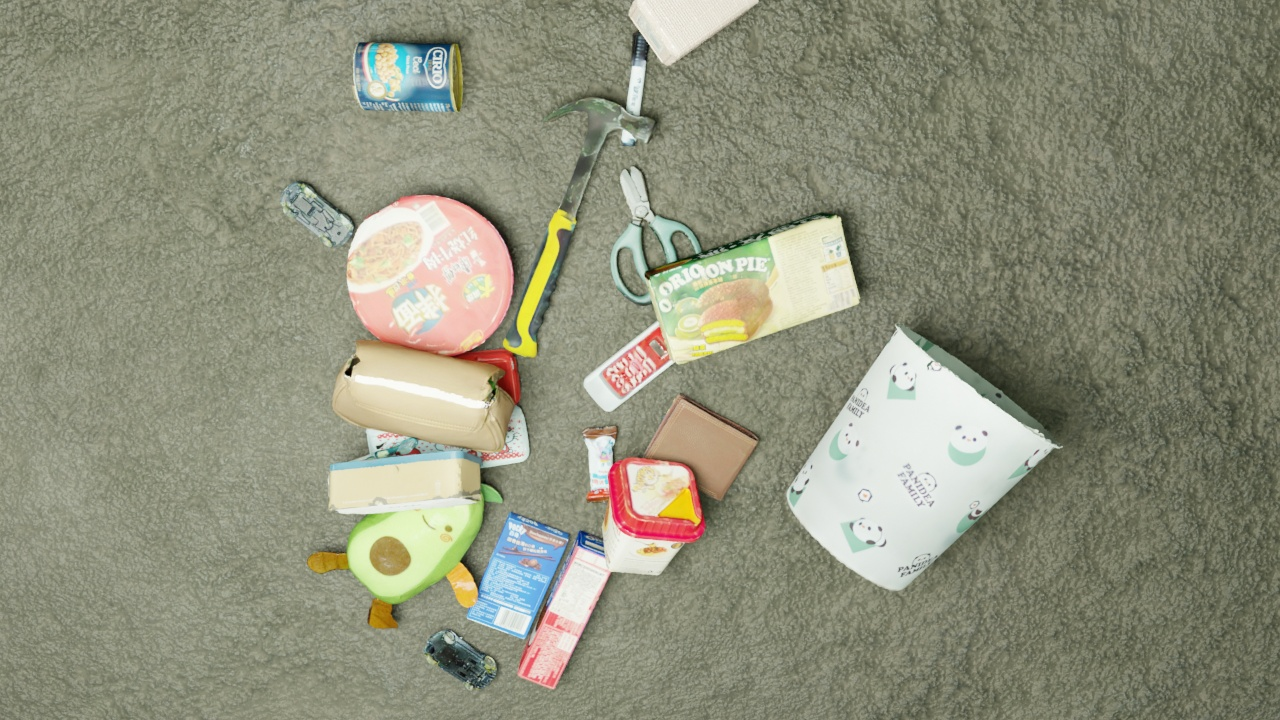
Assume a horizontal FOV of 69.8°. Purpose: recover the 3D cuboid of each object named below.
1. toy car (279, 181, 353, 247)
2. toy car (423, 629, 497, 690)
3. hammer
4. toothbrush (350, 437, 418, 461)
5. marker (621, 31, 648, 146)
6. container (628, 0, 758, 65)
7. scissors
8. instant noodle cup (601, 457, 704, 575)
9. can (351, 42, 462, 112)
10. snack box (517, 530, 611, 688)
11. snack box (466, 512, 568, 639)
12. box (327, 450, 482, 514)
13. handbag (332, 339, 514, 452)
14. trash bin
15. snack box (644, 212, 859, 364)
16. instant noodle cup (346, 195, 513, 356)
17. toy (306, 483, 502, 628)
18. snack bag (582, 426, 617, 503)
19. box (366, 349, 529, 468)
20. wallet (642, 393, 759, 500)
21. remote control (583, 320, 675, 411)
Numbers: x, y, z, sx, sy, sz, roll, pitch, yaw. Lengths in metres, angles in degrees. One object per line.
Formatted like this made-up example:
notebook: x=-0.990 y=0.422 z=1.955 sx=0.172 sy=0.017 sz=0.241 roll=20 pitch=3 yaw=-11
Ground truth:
toy car: x=-0.383 y=-0.173 z=1.090 sx=0.090 sy=0.034 sz=0.043 roll=39 pitch=97 yaw=-13
toy car: x=-0.243 y=0.403 z=1.241 sx=0.105 sy=0.031 sz=0.049 roll=38 pitch=99 yaw=-12
hammer: x=-0.098 y=-0.157 z=1.100 sx=0.126 sy=0.031 sz=0.324 roll=24 pitch=105 yaw=4
toothbrush: x=-0.323 y=0.120 z=1.117 sx=0.192 sy=0.018 sz=0.016 roll=-21 pitch=120 yaw=44
marker: x=-0.007 y=-0.318 z=1.077 sx=0.022 sy=0.018 sz=0.131 roll=10 pitch=103 yaw=4
container: x=0.054 y=-0.395 z=1.016 sx=0.111 sy=0.090 sz=0.090 roll=-38 pitch=103 yaw=0
scissors: x=-0.003 y=-0.150 z=1.119 sx=0.139 sy=0.019 sz=0.180 roll=-26 pitch=105 yaw=5
instant noodle cup: x=0.007 y=0.200 z=1.149 sx=0.116 sy=0.116 sz=0.124 roll=8 pitch=132 yaw=-16
can: x=-0.262 y=-0.320 z=1.037 sx=0.111 sy=0.075 sz=0.075 roll=0 pitch=104 yaw=-2
snack box: x=-0.096 y=0.329 z=1.216 sx=0.058 sy=0.057 sz=0.208 roll=24 pitch=102 yaw=-5
snack box: x=-0.163 y=0.286 z=1.217 sx=0.084 sy=0.026 sz=0.157 roll=22 pitch=102 yaw=-8
box: x=-0.271 y=0.146 z=1.089 sx=0.184 sy=0.090 sz=0.059 roll=-8 pitch=76 yaw=7
handbag: x=-0.247 y=0.038 z=1.059 sx=0.204 sy=0.148 sz=0.099 roll=13 pitch=66 yaw=-8
trash bin: x=0.323 y=0.122 z=1.103 sx=0.229 sy=0.229 sz=0.252 roll=33 pitch=105 yaw=-10
snack box: x=0.134 y=-0.088 z=1.106 sx=0.240 sy=0.063 sz=0.114 roll=-19 pitch=104 yaw=-3
instant noodle cup: x=-0.246 y=-0.103 z=1.097 sx=0.194 sy=0.065 sz=0.194 roll=-1 pitch=105 yaw=-2
toy: x=-0.294 y=0.232 z=1.166 sx=0.247 sy=0.090 sz=0.227 roll=-42 pitch=98 yaw=6
snack bag: x=-0.050 y=0.135 z=1.185 sx=0.045 sy=0.026 sz=0.105 roll=-2 pitch=103 yaw=-1
box: x=-0.248 y=0.070 z=1.155 sx=0.201 sy=0.038 sz=0.158 roll=-7 pitch=105 yaw=-2
wallet: x=0.077 y=0.114 z=1.184 sx=0.124 sy=0.032 sz=0.101 roll=28 pitch=104 yaw=-8
remote control: x=-0.007 y=0.007 z=1.157 sx=0.136 sy=0.020 sz=0.056 roll=-38 pitch=103 yaw=7
